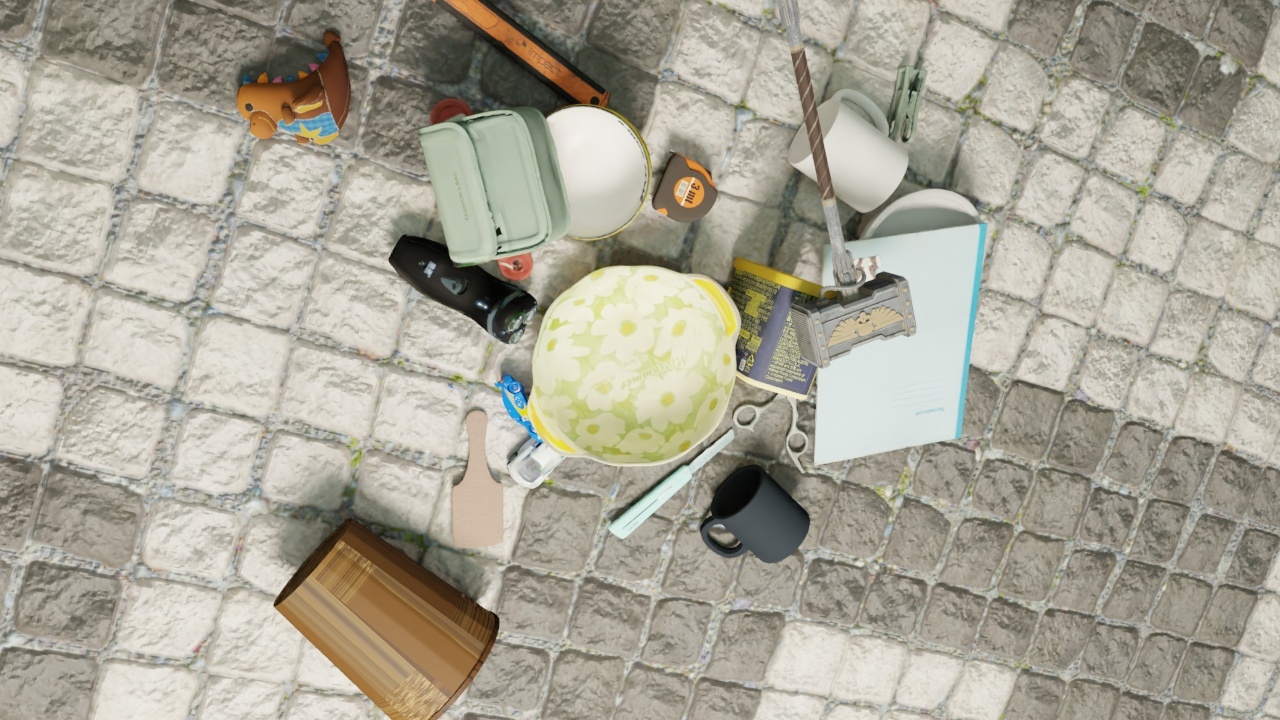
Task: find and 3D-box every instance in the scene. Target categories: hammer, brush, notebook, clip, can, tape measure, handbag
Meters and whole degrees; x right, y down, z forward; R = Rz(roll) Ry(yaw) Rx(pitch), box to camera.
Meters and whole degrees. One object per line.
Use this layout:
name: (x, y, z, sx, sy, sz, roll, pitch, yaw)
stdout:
hammer: (0.151, -0.158, 0.760, 0.098, 0.044, 0.322, -20, 108, -10)
hammer: (-0.165, -0.303, 0.798, 0.314, 0.035, 0.138, 33, 91, -20)
brush: (-0.160, 0.115, 0.899, 0.049, 0.015, 0.136, -1, 96, -17)
notebook: (0.269, -0.013, 0.962, 0.181, 0.009, 0.254, -10, 117, -12)
clip: (0.271, -0.261, 0.936, 0.042, 0.023, 0.076, 9, 97, -16)
can: (0.126, -0.033, 0.884, 0.075, 0.135, 0.104, 16, 99, -19)
brush: (-0.143, -0.153, 0.837, 0.041, 0.030, 0.172, -26, 106, -10)
tape measure: (0.044, -0.163, 0.886, 0.059, 0.038, 0.058, 22, 94, -5)
handbag: (-0.125, -0.148, 0.782, 0.106, 0.067, 0.122, -9, 105, 13)

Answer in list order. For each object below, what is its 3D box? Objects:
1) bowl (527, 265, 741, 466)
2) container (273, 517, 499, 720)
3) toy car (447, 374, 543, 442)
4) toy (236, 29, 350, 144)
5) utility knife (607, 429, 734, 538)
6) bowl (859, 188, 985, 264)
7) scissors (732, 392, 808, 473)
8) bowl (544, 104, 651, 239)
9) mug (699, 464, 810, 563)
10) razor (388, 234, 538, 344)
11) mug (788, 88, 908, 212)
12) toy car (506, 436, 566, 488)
bowl: (-0.005, 0.005, 0.875, 0.219, 0.060, 0.188, -37, 88, 1)
container: (-0.237, 0.238, 0.846, 0.167, 0.132, 0.132, 44, 87, -13)
toy car: (-0.135, 0.049, 0.876, 0.062, 0.033, 0.092, -29, 85, -3)
toy: (-0.293, -0.235, 0.778, 0.090, 0.071, 0.103, 2, 78, -3)
utility knife: (0.035, 0.127, 0.956, 0.165, 0.015, 0.022, -40, 107, -8)
bowl: (0.281, -0.109, 0.954, 0.149, 0.043, 0.150, -6, 115, -14)
scissors: (0.166, 0.039, 0.973, 0.141, 0.014, 0.158, -36, 109, -3)
bowl: (-0.045, -0.172, 0.833, 0.117, 0.067, 0.117, 3, 107, 8)
mug: (0.112, 0.169, 0.962, 0.105, 0.071, 0.077, -38, 111, 23)
razor: (-0.161, -0.065, 0.832, 0.140, 0.064, 0.053, 30, 91, -20)
mug: (0.210, -0.216, 0.908, 0.090, 0.074, 0.110, 30, 66, -19)
toy car: (-0.091, 0.088, 0.903, 0.089, 0.027, 0.038, -45, 107, -3)
